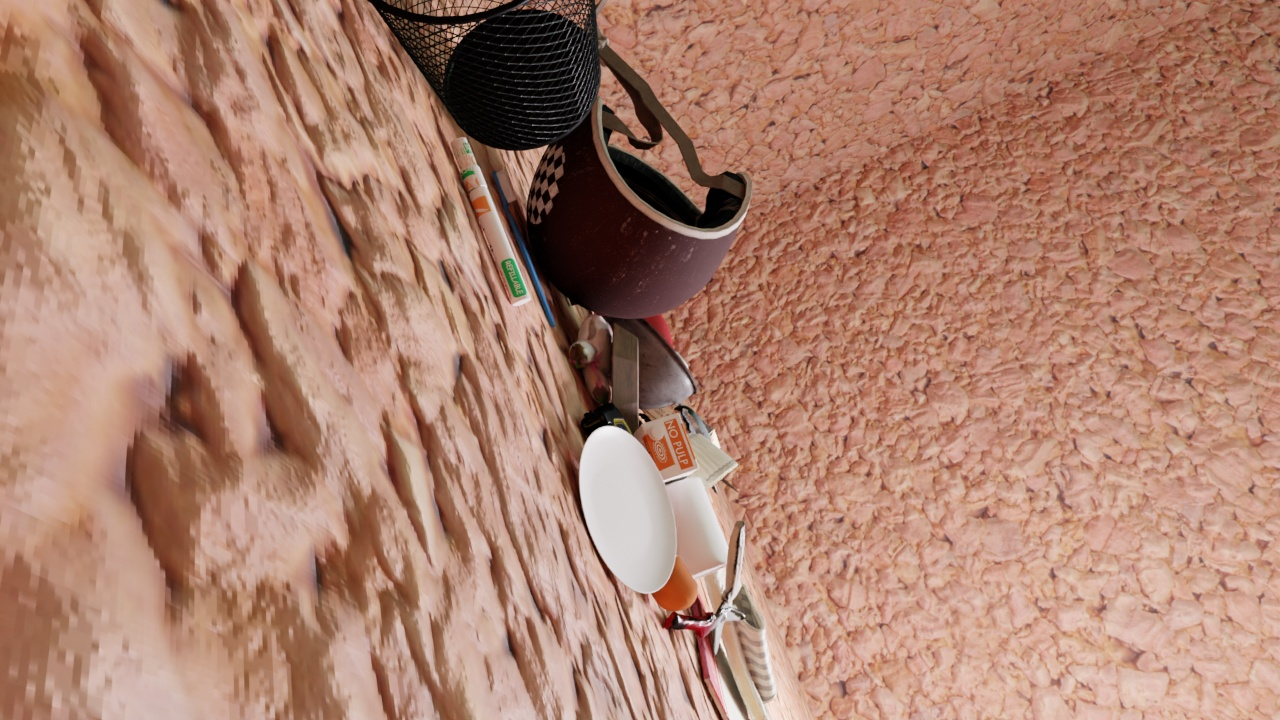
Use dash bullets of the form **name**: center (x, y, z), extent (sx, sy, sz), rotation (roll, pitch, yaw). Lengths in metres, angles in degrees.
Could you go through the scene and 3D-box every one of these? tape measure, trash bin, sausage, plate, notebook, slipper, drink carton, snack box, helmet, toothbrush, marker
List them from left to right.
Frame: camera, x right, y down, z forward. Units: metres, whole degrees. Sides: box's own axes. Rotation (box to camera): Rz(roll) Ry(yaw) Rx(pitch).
- **marker**: center (-0.123, -0.114, 0.749), extent (0.017, 0.017, 0.145), rotation (31, 37, -83)
- **trash bin**: center (-0.116, -0.284, 0.734), extent (0.210, 0.184, 0.184), rotation (73, -4, -73)
- **toothbrush**: center (-0.112, -0.111, 0.903), extent (0.016, 0.014, 0.166), rotation (33, 35, -82)
- **tape measure**: center (-0.029, 0.071, 0.838), extent (0.061, 0.034, 0.061), rotation (63, 13, 2)
- **plate**: center (-0.012, 0.118, 0.725), extent (0.134, 0.011, 0.134), rotation (42, 37, -42)
- **plate**: center (-0.015, 0.026, 0.962), extent (0.131, 0.025, 0.131), rotation (18, 72, -89)
- **helmet**: center (-0.009, -0.173, 0.965), extent (0.233, 0.254, 0.233), rotation (23, 50, -22)
- **sausage**: center (0.002, 0.140, 0.789), extent (0.164, 0.044, 0.039), rotation (67, -21, -2)
- **drink carton**: center (0.018, 0.099, 0.935), extent (0.123, 0.040, 0.058), rotation (124, -52, -69)
- **snack box**: center (0.042, 0.077, 1.270), extent (0.147, 0.041, 0.143), rotation (41, -5, 16)
- **notebook**: center (0.092, 0.355, 1.016), extent (0.208, 0.012, 0.153), rotation (-97, 164, -76)
- **slipper**: center (0.108, 0.285, 1.041), extent (0.114, 0.054, 0.273), rotation (-116, -173, -78)

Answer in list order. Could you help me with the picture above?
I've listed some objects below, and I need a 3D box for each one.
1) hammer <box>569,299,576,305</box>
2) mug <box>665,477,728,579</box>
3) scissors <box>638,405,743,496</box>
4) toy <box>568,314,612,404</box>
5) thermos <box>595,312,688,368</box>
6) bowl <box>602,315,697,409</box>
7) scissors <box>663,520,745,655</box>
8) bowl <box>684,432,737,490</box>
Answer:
- **hammer**: center (-0.088, -0.134, 1.233), extent (0.323, 0.033, 0.115), rotation (-70, 139, -85)
- **mug**: center (0.033, 0.173, 0.910), extent (0.110, 0.074, 0.090), rotation (5, 59, -56)
- **scissors**: center (0.047, 0.098, 1.158), extent (0.205, 0.015, 0.202), rotation (30, -25, 40)
- **toy**: center (-0.049, -0.008, 0.970), extent (0.122, 0.038, 0.079), rotation (-77, 153, -62)
- **thermos**: center (-0.001, -0.042, 1.248), extent (0.239, 0.073, 0.073), rotation (54, -7, 49)
- **bowl**: center (-0.006, 0.007, 1.079), extent (0.145, 0.067, 0.145), rotation (46, -10, 10)
- **scissors**: center (0.076, 0.230, 0.890), extent (0.015, 0.179, 0.198), rotation (29, 16, 29)
- **bowl**: center (0.047, 0.129, 1.044), extent (0.062, 0.115, 0.115), rotation (52, 2, 10)
